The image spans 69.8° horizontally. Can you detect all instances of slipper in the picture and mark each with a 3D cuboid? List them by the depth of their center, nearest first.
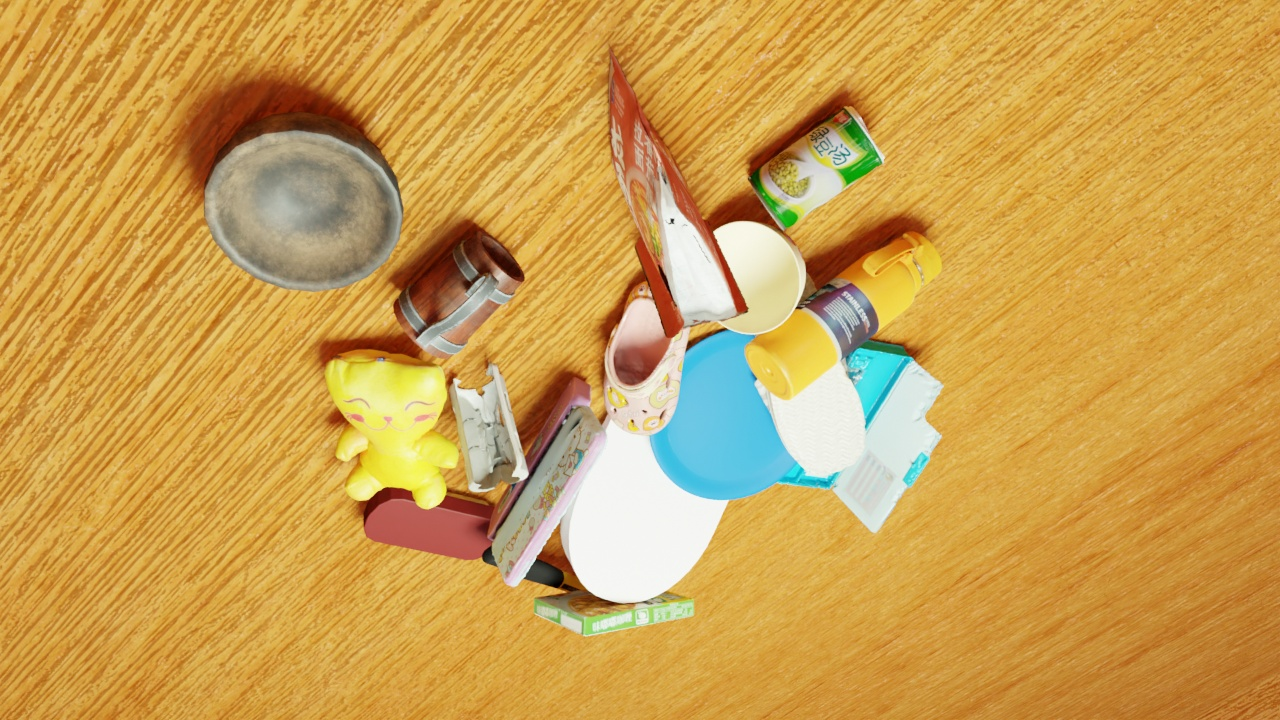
[{"bbox_3d":[-0.006,0.006,1.004,0.081,0.093,0.198,-36,146,-49],"label":"slipper"},{"bbox_3d":[0.192,0.014,1.078,0.114,0.054,0.273,-26,115,-4],"label":"slipper"}]

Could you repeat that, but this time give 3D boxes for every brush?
[{"bbox_3d":[-0.256,0.197,1.142,0.173,0.041,0.082,20,122,-30],"label":"brush"}]

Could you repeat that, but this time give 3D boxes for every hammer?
[{"bbox_3d":[-0.112,0.290,1.222,0.127,0.029,0.323,-31,147,10],"label":"hammer"}]

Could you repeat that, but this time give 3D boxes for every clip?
[{"bbox_3d":[-0.176,0.086,1.023,0.105,0.126,0.152,-6,156,-21],"label":"clip"}]

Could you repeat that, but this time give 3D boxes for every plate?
[{"bbox_3d":[0.114,0.064,1.116,0.224,0.024,0.224,-6,111,-16],"label":"plate"}]

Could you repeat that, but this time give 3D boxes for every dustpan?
[{"bbox_3d":[0.005,0.177,1.158,0.191,0.053,0.258,21,97,-22],"label":"dustpan"}]

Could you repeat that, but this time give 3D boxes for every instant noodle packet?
[{"bbox_3d":[0.020,-0.156,0.826,0.084,0.164,0.221,-18,134,2],"label":"instant noodle packet"}]

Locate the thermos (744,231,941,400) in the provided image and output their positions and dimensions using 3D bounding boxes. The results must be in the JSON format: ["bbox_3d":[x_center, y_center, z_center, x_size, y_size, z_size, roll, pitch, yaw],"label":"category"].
[{"bbox_3d":[0.225,-0.054,0.987,0.232,0.076,0.091,-36,179,-14],"label":"thermos"}]

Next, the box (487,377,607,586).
[{"bbox_3d":[-0.109,0.133,1.032,0.040,0.151,0.214,24,107,-25],"label":"box"}]

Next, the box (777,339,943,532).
[{"bbox_3d":[0.286,0.089,1.176,0.168,0.086,0.228,27,121,6],"label":"box"}]

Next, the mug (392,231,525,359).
[{"bbox_3d":[-0.176,-0.059,0.891,0.111,0.117,0.081,-40,111,14],"label":"mug"}]

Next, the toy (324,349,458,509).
[{"bbox_3d":[-0.261,0.069,0.999,0.134,0.087,0.194,5,128,2],"label":"toy"}]

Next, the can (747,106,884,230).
[{"bbox_3d":[0.174,-0.189,0.908,0.121,0.067,0.067,-34,131,14],"label":"can"}]

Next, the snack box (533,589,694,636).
[{"bbox_3d":[-0.036,0.322,1.200,0.167,0.132,0.027,1,88,-34],"label":"snack box"}]

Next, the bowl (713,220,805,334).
[{"bbox_3d":[0.126,-0.094,0.968,0.073,0.118,0.118,-30,155,-55],"label":"bowl"}]

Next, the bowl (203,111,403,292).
[{"bbox_3d":[-0.292,-0.145,0.806,0.162,0.070,0.162,-8,132,-9],"label":"bowl"}]
